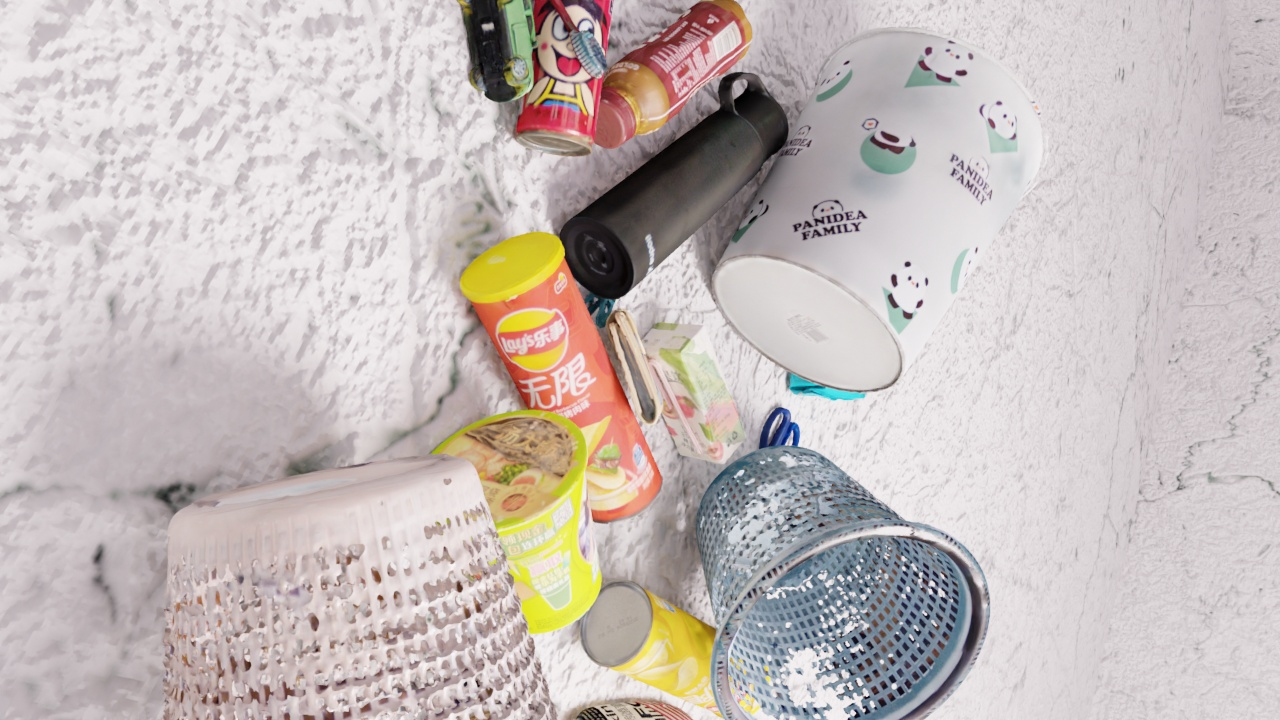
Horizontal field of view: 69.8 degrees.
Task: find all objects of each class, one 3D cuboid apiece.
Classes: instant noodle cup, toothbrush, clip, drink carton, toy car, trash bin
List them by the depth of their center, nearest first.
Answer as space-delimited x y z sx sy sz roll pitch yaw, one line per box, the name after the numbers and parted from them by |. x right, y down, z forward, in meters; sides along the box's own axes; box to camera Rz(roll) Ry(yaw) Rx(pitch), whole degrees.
-0.145 0.155 0.468 0.226 0.228 0.192 -10 91 -49 | trash bin
-0.071 -0.263 0.574 0.016 0.017 0.187 -35 104 -21 | toothbrush
-0.089 -0.212 0.584 0.036 0.043 0.091 -22 114 -46 | toy car
-0.076 0.115 0.613 0.111 0.112 0.123 -44 135 -37 | instant noodle cup
-0.031 -0.046 0.701 0.014 0.039 0.055 58 45 -39 | clip
0.042 0.029 0.775 0.045 0.054 0.122 -48 129 -34 | drink carton
0.142 0.181 0.778 0.226 0.195 0.227 -5 114 -11 | trash bin
0.203 -0.124 0.823 0.251 0.230 0.229 -55 134 -21 | trash bin

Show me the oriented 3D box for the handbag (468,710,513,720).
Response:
-0.106 0.353 0.616 0.148 0.100 0.204 45 65 -47 | handbag

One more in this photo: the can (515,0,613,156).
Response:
-0.050 -0.210 0.623 0.053 0.053 0.132 8 90 -51 | can

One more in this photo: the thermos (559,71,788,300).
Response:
0.032 -0.149 0.722 0.241 0.068 0.090 -46 136 -37 | thermos

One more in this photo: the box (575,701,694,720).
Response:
-0.006 0.345 0.777 0.088 0.076 0.162 -56 143 6 | box

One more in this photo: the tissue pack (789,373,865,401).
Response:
0.203 -0.024 0.961 0.093 0.050 0.133 11 87 -49 | tissue pack

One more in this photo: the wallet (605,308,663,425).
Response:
-0.004 0.004 0.684 0.115 0.024 0.087 6 68 -86 | wallet

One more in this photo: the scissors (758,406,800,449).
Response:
0.121 0.130 0.920 0.108 0.012 0.174 24 79 -49 | scissors

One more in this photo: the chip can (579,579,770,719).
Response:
0.035 0.254 0.792 0.213 0.072 0.072 41 65 -44 | chip can

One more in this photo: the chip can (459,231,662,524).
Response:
-0.051 0.019 0.648 0.073 0.073 0.217 -48 131 -34 | chip can

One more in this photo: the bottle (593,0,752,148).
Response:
0.020 -0.220 0.702 0.174 0.058 0.057 -47 129 -35 | bottle
